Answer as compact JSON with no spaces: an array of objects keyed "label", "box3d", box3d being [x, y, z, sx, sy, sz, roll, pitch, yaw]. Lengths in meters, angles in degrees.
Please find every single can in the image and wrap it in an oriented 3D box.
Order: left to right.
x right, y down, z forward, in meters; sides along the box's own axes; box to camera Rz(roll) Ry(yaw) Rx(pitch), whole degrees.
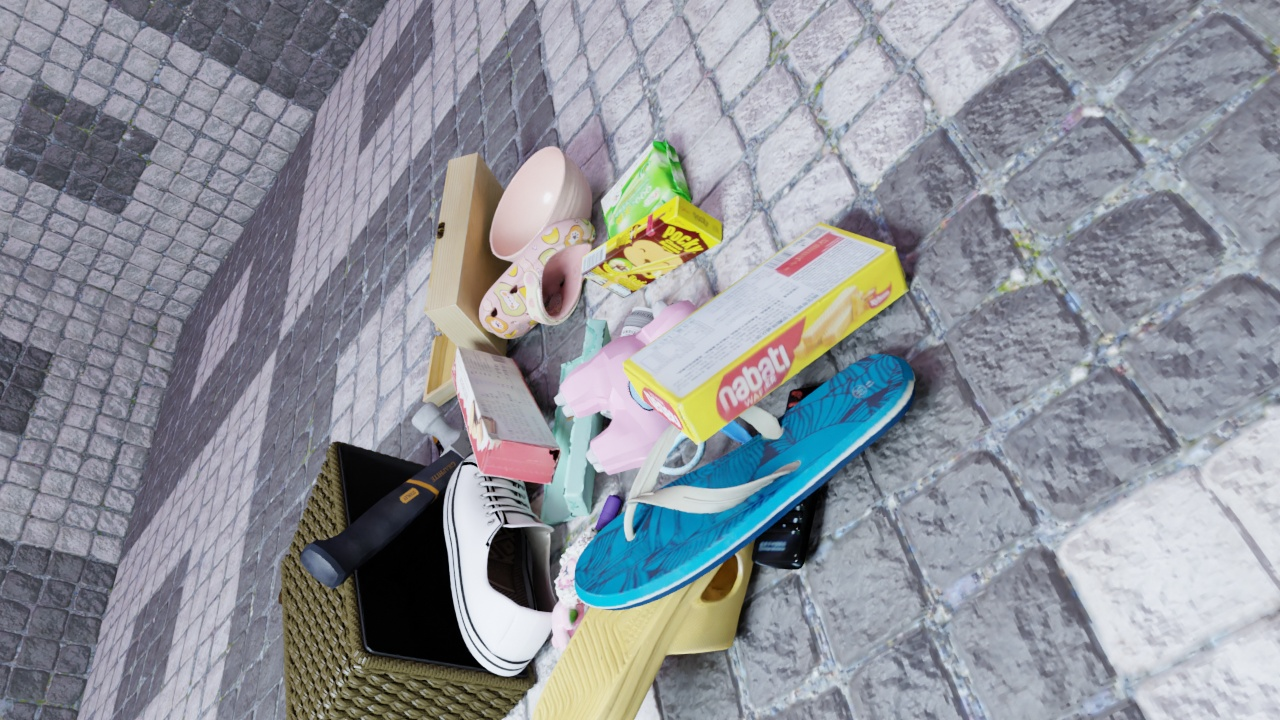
[{"label":"can","box3d":[-0.005,0.005,0.874,0.044,0.044,0.106,0,69,54]}]

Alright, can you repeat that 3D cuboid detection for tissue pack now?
[{"label":"tissue pack","box3d":[0.003,-0.174,0.993,0.114,0.034,0.099,-45,39,31]}]

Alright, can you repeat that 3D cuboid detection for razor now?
[{"label":"razor","box3d":[-0.261,0.099,1.193,0.044,0.021,0.144,-57,31,11]}]

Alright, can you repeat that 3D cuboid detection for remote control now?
[{"label":"remote control","box3d":[0.117,0.083,0.675,0.046,0.021,0.140,-11,55,48]}]

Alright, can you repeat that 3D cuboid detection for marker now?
[{"label":"marker","box3d":[-0.047,0.185,0.839,0.134,0.015,0.018,-68,18,-5]}]

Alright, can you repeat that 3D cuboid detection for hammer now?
[{"label":"hammer","box3d":[-0.239,0.138,0.932,0.035,0.139,0.311,-50,-3,21]}]

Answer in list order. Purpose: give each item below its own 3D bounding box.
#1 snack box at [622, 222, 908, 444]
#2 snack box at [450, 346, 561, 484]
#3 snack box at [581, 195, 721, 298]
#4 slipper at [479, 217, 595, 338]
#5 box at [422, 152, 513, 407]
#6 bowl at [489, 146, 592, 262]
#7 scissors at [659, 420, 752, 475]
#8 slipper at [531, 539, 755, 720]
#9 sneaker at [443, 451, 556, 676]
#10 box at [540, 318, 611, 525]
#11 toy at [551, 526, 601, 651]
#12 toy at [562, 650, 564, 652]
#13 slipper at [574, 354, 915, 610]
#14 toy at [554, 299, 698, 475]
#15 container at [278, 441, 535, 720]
[{"label":"snack box","box3d":[0.091,-0.025,0.677,0.200,0.042,0.092,-35,32,-12]},{"label":"snack box","box3d":[-0.149,0.053,0.974,0.273,0.076,0.044,-133,58,-64]},{"label":"snack box","box3d":[0.008,-0.110,0.916,0.149,0.061,0.025,-26,49,44]},{"label":"slipper","box3d":[-0.106,-0.079,1.047,0.198,0.093,0.081,-46,69,38]},{"label":"box","box3d":[-0.224,-0.100,1.210,0.253,0.118,0.247,120,156,-54]},{"label":"bowl","box3d":[-0.109,-0.175,1.110,0.153,0.076,0.152,-31,46,38]},{"label":"scissors","box3d":[0.049,0.037,0.752,0.125,0.013,0.127,38,93,25]},{"label":"slipper","box3d":[0.019,0.191,0.681,0.100,0.078,0.262,-4,44,54]},{"label":"sneaker","box3d":[-0.127,0.168,0.884,0.097,0.091,0.245,-52,32,28]},{"label":"box","box3d":[-0.062,0.067,0.919,0.139,0.055,0.186,119,161,-64]},{"label":"toy","box3d":[-0.055,0.193,0.779,0.096,0.041,0.108,132,158,-78]},{"label":"toy","box3d":[-0.015,0.207,0.750,0.050,0.065,0.102,21,82,24]},{"label":"slipper","box3d":[0.057,0.079,0.645,0.295,0.060,0.118,-37,24,13]},{"label":"toy","box3d":[0.007,0.021,0.810,0.157,0.067,0.123,-31,73,-4]},{"label":"container","box3d":[-0.267,0.272,0.949,0.205,0.176,0.321,-58,33,17]}]
